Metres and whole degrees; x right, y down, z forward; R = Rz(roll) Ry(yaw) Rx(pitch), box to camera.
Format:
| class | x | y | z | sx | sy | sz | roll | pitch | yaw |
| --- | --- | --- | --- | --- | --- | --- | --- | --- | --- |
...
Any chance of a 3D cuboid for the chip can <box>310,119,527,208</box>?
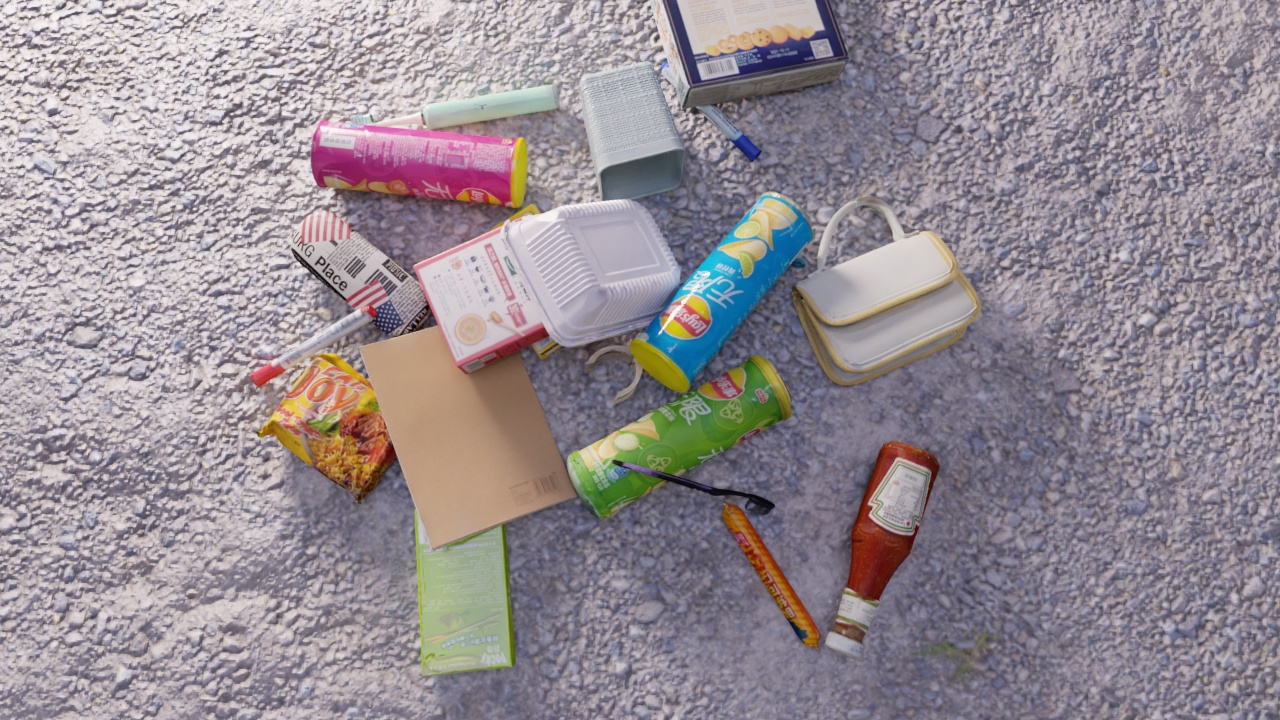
| class | x | y | z | sx | sy | sz | roll | pitch | yaw |
| --- | --- | --- | --- | --- | --- | --- | --- | --- | --- |
| chip can | -0.226 | -0.203 | 0.946 | 0.210 | 0.071 | 0.071 | 6 | 78 | 1 |

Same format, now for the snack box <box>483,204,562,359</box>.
| class | x | y | z | sx | sy | sz | roll | pitch | yaw |
| --- | --- | --- | --- | --- | --- | --- | --- | --- | --- |
| snack box | -0.106 | -0.081 | 0.941 | 0.087 | 0.034 | 0.140 | -36 | 82 | -7 |

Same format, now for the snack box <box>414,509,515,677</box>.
| class | x | y | z | sx | sy | sz | roll | pitch | yaw |
| --- | --- | --- | --- | --- | --- | --- | --- | --- | --- |
| snack box | -0.168 | 0.217 | 0.878 | 0.086 | 0.026 | 0.156 | -6 | 78 | -2 |

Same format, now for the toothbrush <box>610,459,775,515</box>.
| class | x | y | z | sx | sy | sz | roll | pitch | yaw |
| --- | --- | --- | --- | --- | --- | --- | --- | --- | --- |
| toothbrush | 0.052 | 0.120 | 0.865 | 0.189 | 0.014 | 0.017 | 19 | 106 | -27 |

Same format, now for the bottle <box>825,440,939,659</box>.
| class | x | y | z | sx | sy | sz | roll | pitch | yaw |
| --- | --- | --- | --- | --- | --- | --- | --- | --- | --- |
| bottle | 0.226 | 0.180 | 0.873 | 0.060 | 0.060 | 0.206 | 22 | 79 | 4 |

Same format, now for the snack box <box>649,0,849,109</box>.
| class | x | y | z | sx | sy | sz | roll | pitch | yaw |
| --- | --- | --- | --- | --- | --- | --- | --- | --- | --- |
| snack box | 0.110 | -0.375 | 0.990 | 0.178 | 0.046 | 0.182 | -13 | 76 | -8 |

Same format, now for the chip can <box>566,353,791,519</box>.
| class | x | y | z | sx | sy | sz | roll | pitch | yaw |
| --- | --- | --- | --- | --- | --- | --- | --- | --- | --- |
| chip can | 0.036 | 0.074 | 0.888 | 0.221 | 0.072 | 0.072 | -28 | 79 | -6 |

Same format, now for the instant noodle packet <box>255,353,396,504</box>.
| class | x | y | z | sx | sy | sz | roll | pitch | yaw |
| --- | --- | --- | --- | --- | --- | --- | --- | --- | --- |
| instant noodle packet | -0.296 | 0.061 | 0.903 | 0.128 | 0.044 | 0.110 | 33 | 75 | 7 |

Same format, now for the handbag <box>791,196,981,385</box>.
| class | x | y | z | sx | sy | sz | roll | pitch | yaw |
| --- | --- | --- | --- | --- | --- | --- | --- | --- | --- |
| handbag | 0.237 | -0.082 | 0.932 | 0.163 | 0.063 | 0.178 | -23 | 75 | -7 |

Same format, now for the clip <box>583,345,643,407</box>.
| class | x | y | z | sx | sy | sz | roll | pitch | yaw |
| --- | --- | --- | --- | --- | --- | --- | --- | --- | --- |
| clip | -0.004 | 0.010 | 0.922 | 0.102 | 0.035 | 0.094 | -12 | 74 | -11 |

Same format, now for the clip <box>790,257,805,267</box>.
| class | x | y | z | sx | sy | sz | roll | pitch | yaw |
| --- | --- | --- | --- | --- | --- | --- | --- | --- | --- |
| clip | 0.146 | -0.111 | 0.958 | 0.057 | 0.015 | 0.049 | 5 | 75 | 3 |

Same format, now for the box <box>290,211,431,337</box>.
| class | x | y | z | sx | sy | sz | roll | pitch | yaw |
| --- | --- | --- | --- | --- | --- | --- | --- | --- | --- |
| box | -0.285 | -0.087 | 0.939 | 0.164 | 0.059 | 0.072 | 41 | 104 | 7 |

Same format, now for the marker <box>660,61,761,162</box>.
| class | x | y | z | sx | sy | sz | roll | pitch | yaw |
| --- | --- | --- | --- | --- | --- | --- | --- | --- | --- |
| marker | 0.075 | -0.270 | 0.990 | 0.017 | 0.017 | 0.146 | -42 | 82 | -9 |

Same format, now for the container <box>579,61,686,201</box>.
| class | x | y | z | sx | sy | sz | roll | pitch | yaw |
| --- | --- | --- | --- | --- | --- | --- | --- | --- | --- |
| container | -0.012 | -0.236 | 0.947 | 0.090 | 0.090 | 0.111 | -15 | 75 | -4 |

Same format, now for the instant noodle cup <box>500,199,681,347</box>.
| class | x | y | z | sx | sy | sz | roll | pitch | yaw |
| --- | --- | --- | --- | --- | --- | --- | --- | --- | --- |
| instant noodle cup | -0.034 | -0.096 | 0.880 | 0.173 | 0.061 | 0.138 | -17 | 76 | -49 |

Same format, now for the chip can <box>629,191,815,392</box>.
| class | x | y | z | sx | sy | sz | roll | pitch | yaw |
| --- | --- | --- | --- | --- | --- | --- | --- | --- | --- |
| chip can | 0.081 | -0.069 | 0.898 | 0.071 | 0.071 | 0.210 | 39 | 75 | 7 |

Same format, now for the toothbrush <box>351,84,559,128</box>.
| class | x | y | z | sx | sy | sz | roll | pitch | yaw |
| --- | --- | --- | --- | --- | --- | --- | --- | --- | --- |
| toothbrush | -0.197 | -0.266 | 0.983 | 0.224 | 0.026 | 0.027 | -10 | 100 | -2 |

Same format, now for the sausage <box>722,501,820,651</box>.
| class | x | y | z | sx | sy | sz | roll | pitch | yaw |
| --- | --- | --- | --- | --- | --- | --- | --- | --- | --- |
| sausage | 0.126 | 0.207 | 0.885 | 0.021 | 0.021 | 0.165 | -32 | 80 | -7 |

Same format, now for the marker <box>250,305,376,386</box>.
| class | x | y | z | sx | sy | sz | roll | pitch | yaw |
| --- | --- | --- | --- | --- | --- | --- | --- | --- | --- |
| marker | -0.325 | -0.015 | 0.913 | 0.145 | 0.017 | 0.017 | -29 | 79 | 9 |

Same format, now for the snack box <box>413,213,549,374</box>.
| class | x | y | z | sx | sy | sz | roll | pitch | yaw |
| --- | --- | --- | --- | --- | --- | --- | --- | --- | --- |
| snack box | -0.140 | -0.065 | 0.898 | 0.127 | 0.044 | 0.113 | -24 | 78 | -3 |

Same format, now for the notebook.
| class | x | y | z | sx | sy | sz | roll | pitch | yaw |
| --- | --- | --- | --- | --- | --- | --- | --- | --- | --- |
| notebook | -0.167 | 0.061 | 0.896 | 0.149 | 0.012 | 0.211 | -18 | 76 | -23 |
